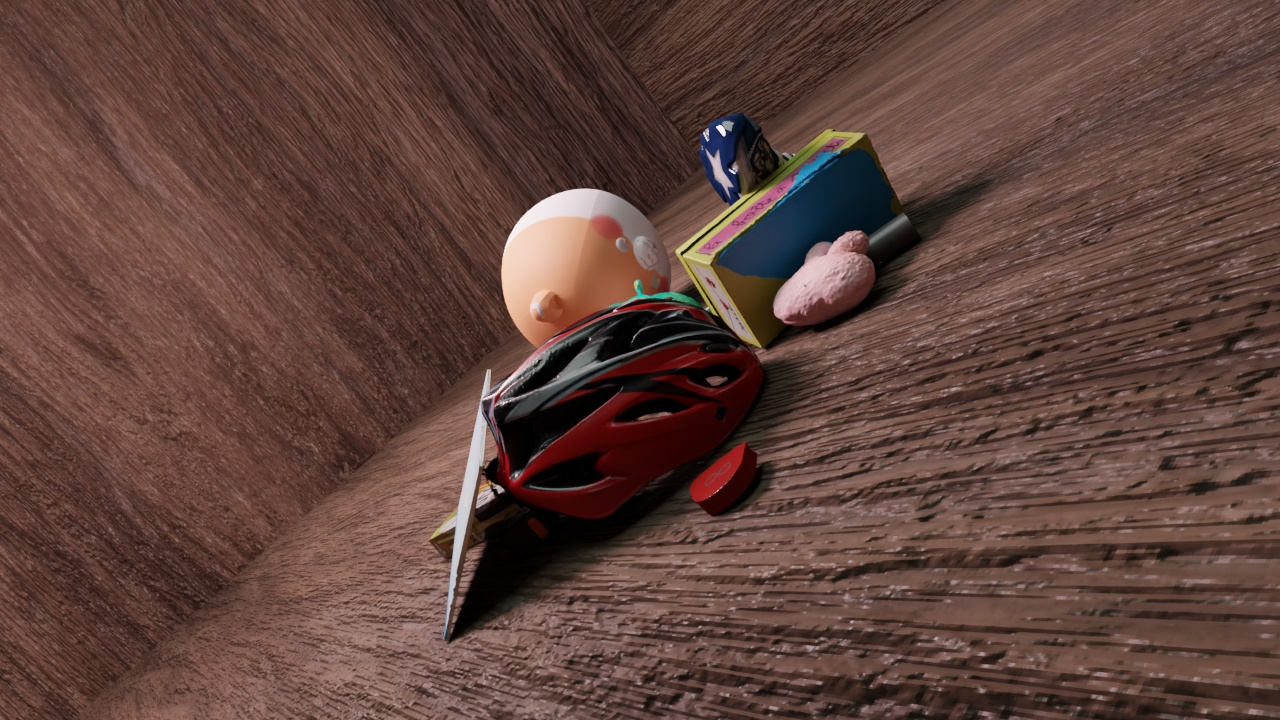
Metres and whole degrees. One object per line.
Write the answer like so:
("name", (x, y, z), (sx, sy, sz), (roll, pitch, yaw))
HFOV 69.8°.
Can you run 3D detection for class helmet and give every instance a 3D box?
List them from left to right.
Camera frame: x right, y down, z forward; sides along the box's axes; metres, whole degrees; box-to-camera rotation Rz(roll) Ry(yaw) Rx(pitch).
("helmet", (-0.015, 0.035, 0.850), (0.271, 0.167, 0.218), (-29, 16, -20))

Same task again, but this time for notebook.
("notebook", (-0.172, 0.133, 0.926), (0.253, 0.009, 0.181), (-112, 34, -70))

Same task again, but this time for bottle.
("bottle", (0.221, -0.101, 0.911), (0.113, 0.030, 0.030), (-35, 11, 18))

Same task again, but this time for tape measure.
("tape measure", (-0.113, 0.162, 0.911), (0.059, 0.038, 0.058), (-38, 11, 4))
("tape measure", (0.060, 0.093, 0.678), (0.059, 0.019, 0.051), (-41, 11, 26))

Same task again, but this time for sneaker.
("sneaker", (0.161, -0.199, 1.050), (0.132, 0.269, 0.103), (-30, 56, 4))

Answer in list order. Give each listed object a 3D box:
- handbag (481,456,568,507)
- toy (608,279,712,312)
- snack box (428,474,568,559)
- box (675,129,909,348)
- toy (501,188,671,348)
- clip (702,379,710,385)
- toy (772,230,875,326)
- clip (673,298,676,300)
("handbag", (-0.111, 0.102, 0.981), (0.079, 0.054, 0.128), (25, 53, 30))
("toy", (0.019, -0.064, 1.144), (0.130, 0.072, 0.194), (-4, 6, -27))
("snack box", (-0.161, 0.164, 1.081), (0.186, 0.031, 0.100), (-31, 13, 36))
("box", (0.161, -0.129, 0.955), (0.220, 0.124, 0.080), (-42, 27, -10))
("toy", (-0.083, -0.122, 1.419), (0.266, 0.263, 0.279), (-23, 35, 32))
("clip", (0.063, 0.025, 0.966), (0.051, 0.014, 0.045), (-33, 9, 44))
("toy", (0.179, -0.081, 0.874), (0.109, 0.053, 0.104), (-22, 34, 47))
("clip", (0.045, -0.016, 0.981), (0.120, 0.027, 0.103), (24, 54, 36))
